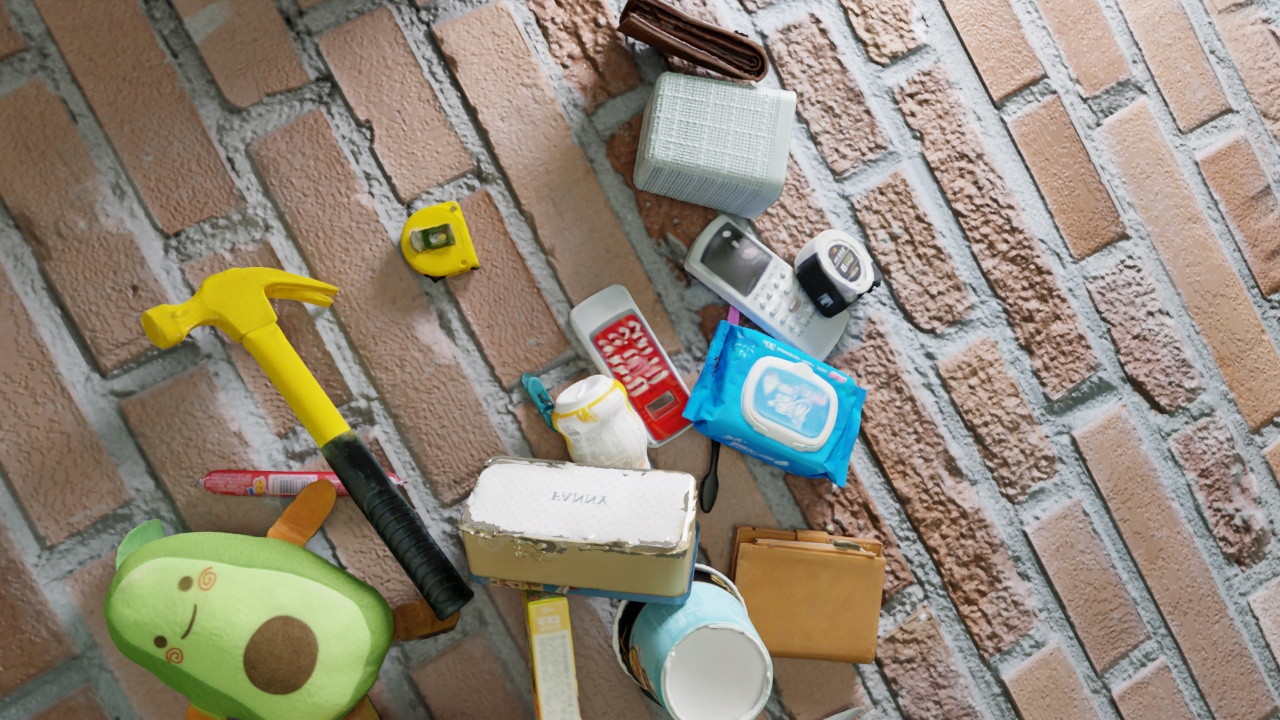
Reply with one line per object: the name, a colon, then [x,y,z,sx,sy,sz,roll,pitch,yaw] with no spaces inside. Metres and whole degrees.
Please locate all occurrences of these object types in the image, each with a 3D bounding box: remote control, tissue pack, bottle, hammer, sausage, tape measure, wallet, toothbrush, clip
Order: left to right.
sausage: [-0.257,0.094,0.701,0.155,0.020,0.020,2,85,-11]
hammer: [-0.220,0.059,0.670,0.128,0.033,0.300,-35,90,-40]
tape measure: [-0.161,-0.094,0.730,0.057,0.029,0.060,-18,89,-12]
clip: [-0.079,0.034,0.741,0.013,0.034,0.054,-33,103,-10]
bottle: [-0.024,0.068,0.729,0.063,0.063,0.108,-30,106,-12]
remote control: [-0.004,0.004,0.759,0.055,0.020,0.136,-32,93,-11]
wallet: [0.041,-0.260,0.748,0.124,0.101,0.032,20,102,-11]
toothbrush: [0.068,0.035,0.777,0.014,0.018,0.189,11,80,-12]
remote control: [0.109,-0.060,0.783,0.150,0.021,0.058,37,71,-7]
tissue pack: [0.117,0.038,0.756,0.157,0.052,0.094,25,75,-15]
wallet: [0.137,0.196,0.767,0.131,0.031,0.108,7,88,-11]
tape measure: [0.166,-0.077,0.782,0.065,0.034,0.066,-30,83,-40]

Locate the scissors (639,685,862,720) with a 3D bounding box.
scissors: [0.079,0.334,0.749,0.220,0.022,0.234,-43,94,-11]

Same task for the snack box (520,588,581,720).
snack box: [-0.067,0.243,0.693,0.033,0.087,0.140,-8,87,-12]

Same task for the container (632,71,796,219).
container: [0.057,-0.176,0.752,0.111,0.090,0.090,9,84,-8]

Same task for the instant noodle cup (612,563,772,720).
instant noodle cup: [0.041,0.215,0.676,0.111,0.120,0.111,0,90,-9]

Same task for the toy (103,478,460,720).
toy: [-0.262,0.196,0.657,0.246,0.090,0.226,23,72,-13]

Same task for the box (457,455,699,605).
box: [-0.037,0.124,0.679,0.184,0.089,0.062,7,126,9]
